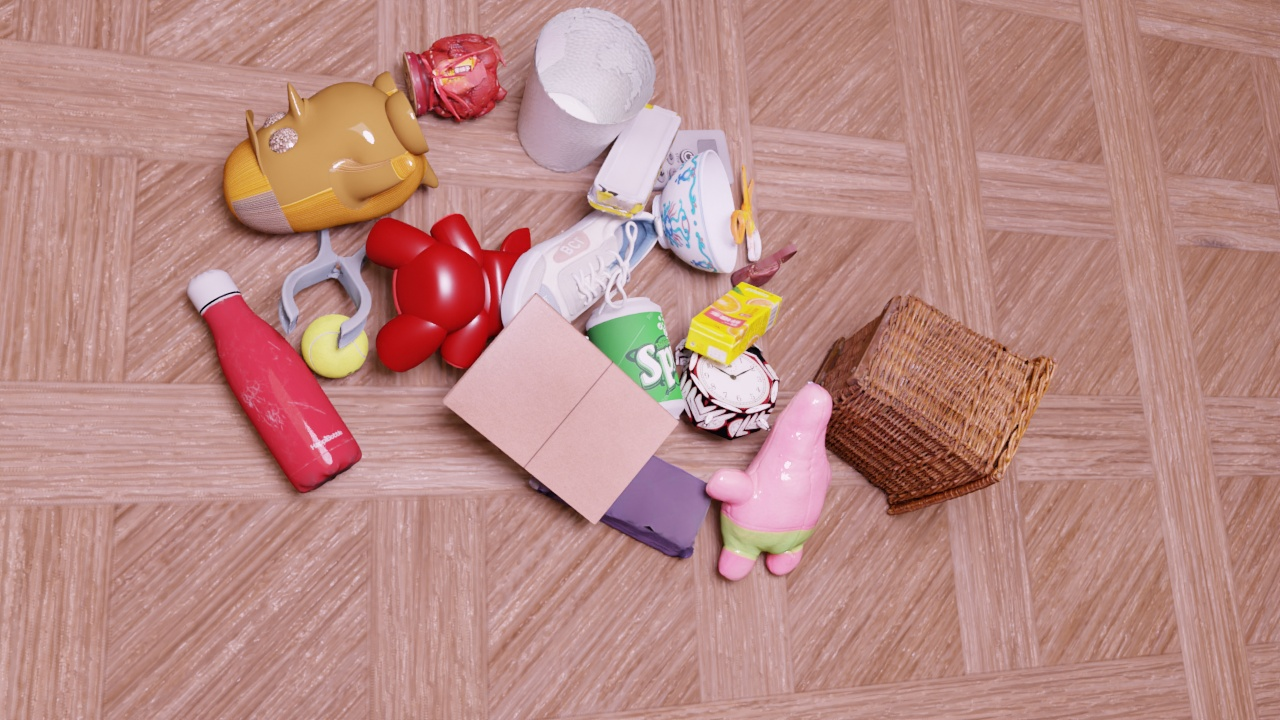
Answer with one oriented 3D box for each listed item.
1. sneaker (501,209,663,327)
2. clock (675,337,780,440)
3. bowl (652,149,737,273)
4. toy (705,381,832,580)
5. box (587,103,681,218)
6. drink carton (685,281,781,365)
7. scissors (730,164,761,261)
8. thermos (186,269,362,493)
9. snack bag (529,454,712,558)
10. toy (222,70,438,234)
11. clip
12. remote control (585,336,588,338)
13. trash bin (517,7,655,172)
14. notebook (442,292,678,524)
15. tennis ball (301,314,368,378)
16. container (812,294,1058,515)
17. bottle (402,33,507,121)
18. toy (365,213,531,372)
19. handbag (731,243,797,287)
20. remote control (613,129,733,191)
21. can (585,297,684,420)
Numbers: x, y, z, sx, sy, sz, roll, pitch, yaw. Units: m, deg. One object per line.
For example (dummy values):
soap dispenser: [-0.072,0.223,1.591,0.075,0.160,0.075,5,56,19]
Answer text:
sneaker: [-0.054,-0.099,0.988,0.241,0.091,0.089,-49,129,-43]
clock: [0.095,0.022,1.073,0.114,0.065,0.154,5,48,-17]
bowl: [0.059,-0.170,1.085,0.074,0.144,0.144,-7,77,20]
toy: [0.157,0.133,1.027,0.191,0.097,0.237,1,112,-39]
box: [-0.004,-0.234,1.054,0.064,0.033,0.208,18,45,2]
drink carton: [0.108,-0.043,1.063,0.058,0.043,0.134,24,33,21]
scissors: [0.138,-0.181,1.149,0.097,0.012,0.132,55,38,-40]
thermos: [-0.369,0.015,0.909,0.073,0.073,0.240,-33,90,-22]
snack bag: [-0.015,0.137,1.012,0.205,0.058,0.096,27,72,-12]
toy: [-0.327,-0.208,0.937,0.203,0.198,0.163,-25,130,-10]
clip: [-0.335,-0.085,0.927,0.127,0.028,0.166,15,39,-20]
remote control: [-0.102,0.036,1.009,0.024,0.050,0.143,28,70,-12]
trash bin: [-0.072,-0.292,1.031,0.133,0.162,0.133,4,76,-18]
notebook: [-0.076,0.052,0.938,0.209,0.008,0.141,43,83,-21]
tennis ball: [-0.313,-0.015,0.939,0.065,0.065,0.065,4,77,-18]
container: [0.305,0.048,1.053,0.183,0.250,0.162,33,69,1]
bottle: [-0.204,-0.317,1.028,0.111,0.099,0.099,-13,83,-17]
toy: [-0.184,-0.070,0.964,0.196,0.121,0.158,-4,86,-54]
handbag: [0.155,-0.115,1.093,0.055,0.120,0.029,-19,85,-22]
remote control: [0.041,-0.249,1.138,0.151,0.019,0.074,-6,80,-20]
can: [-0.006,0.006,1.028,0.087,0.088,0.140,-11,82,-21]
